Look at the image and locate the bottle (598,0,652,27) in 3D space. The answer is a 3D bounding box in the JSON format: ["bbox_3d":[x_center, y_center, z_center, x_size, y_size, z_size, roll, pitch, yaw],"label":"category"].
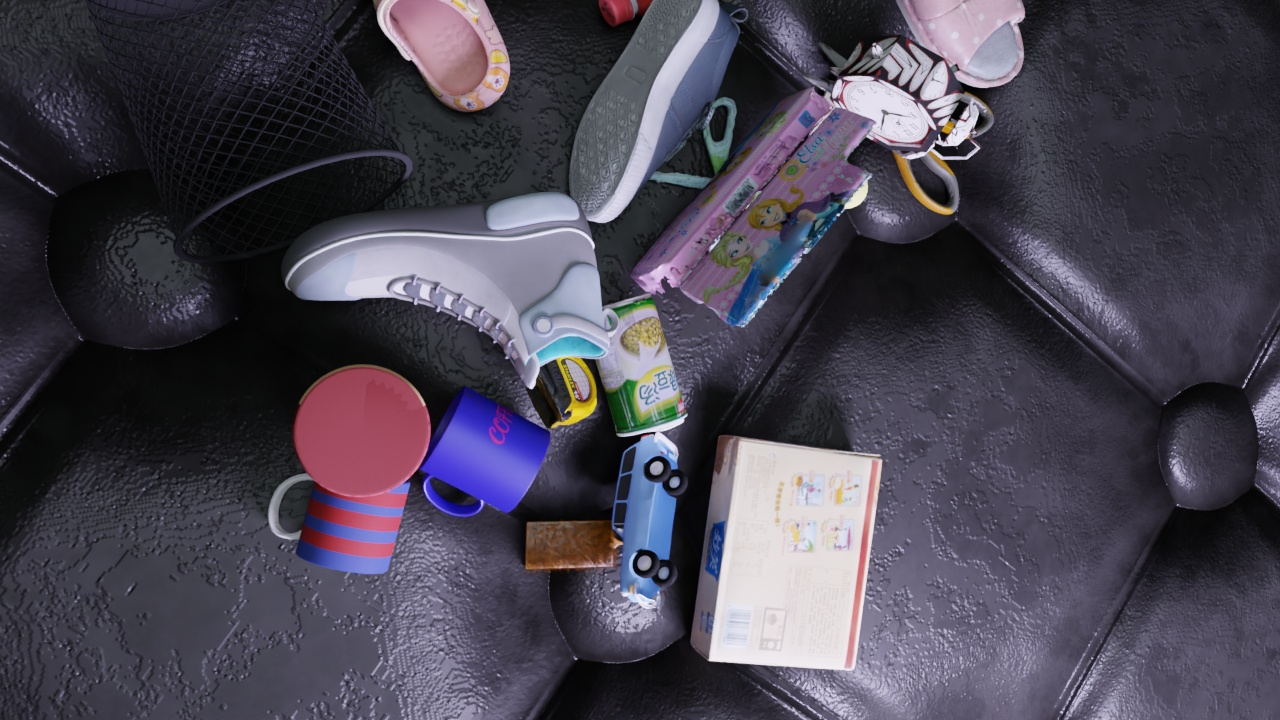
[{"bbox_3d":[0.026,-0.351,0.844,0.137,0.062,0.062,-34,99,-14],"label":"bottle"}]

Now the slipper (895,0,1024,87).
[{"bbox_3d":[0.305,-0.399,0.928,0.114,0.054,0.274,-41,100,-12],"label":"slipper"}]

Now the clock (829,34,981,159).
[{"bbox_3d":[0.259,-0.244,0.865,0.154,0.115,0.065,35,81,-15],"label":"clock"}]

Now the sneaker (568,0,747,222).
[{"bbox_3d":[0.018,-0.227,0.832,0.087,0.089,0.236,21,101,-47],"label":"sneaker"}]

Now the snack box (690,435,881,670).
[{"bbox_3d":[0.140,0.182,0.879,0.153,0.055,0.207,9,87,-16],"label":"snack box"}]

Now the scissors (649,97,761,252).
[{"bbox_3d":[0.078,-0.168,0.886,0.171,0.021,0.173,8,92,-19],"label":"scissors"}]

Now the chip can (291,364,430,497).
[{"bbox_3d":[-0.210,0.047,0.695,0.087,0.213,0.087,0,90,-16],"label":"chip can"}]

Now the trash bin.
[{"bbox_3d":[-0.303,-0.209,0.694,0.184,0.184,0.210,-26,91,-15],"label":"trash bin"}]

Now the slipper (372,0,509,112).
[{"bbox_3d":[-0.182,-0.300,0.762,0.093,0.081,0.197,-29,103,17],"label":"slipper"}]

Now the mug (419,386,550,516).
[{"bbox_3d":[-0.142,0.089,0.792,0.083,0.079,0.111,30,110,-14],"label":"mug"}]

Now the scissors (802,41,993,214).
[{"bbox_3d":[0.260,-0.236,0.933,0.225,0.016,0.175,10,87,-17],"label":"scissors"}]

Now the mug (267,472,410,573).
[{"bbox_3d":[-0.255,0.125,0.763,0.112,0.075,0.076,13,86,11],"label":"mug"}]

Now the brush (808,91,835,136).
[{"bbox_3d":[0.159,-0.180,0.898,0.033,0.012,0.217,27,76,-17],"label":"brush"}]

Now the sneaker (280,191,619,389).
[{"bbox_3d":[-0.152,-0.045,0.755,0.256,0.093,0.160,-12,73,-16],"label":"sneaker"}]

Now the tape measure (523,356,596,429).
[{"bbox_3d":[-0.071,0.026,0.817,0.064,0.037,0.065,-19,78,-53],"label":"tape measure"}]

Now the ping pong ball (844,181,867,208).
[{"bbox_3d":[0.204,-0.170,0.906,0.040,0.040,0.040,0,90,-16],"label":"ping pong ball"}]

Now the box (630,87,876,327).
[{"bbox_3d":[0.099,-0.143,0.807,0.230,0.161,0.062,-49,125,-8],"label":"box"}]

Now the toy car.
[{"bbox_3d":[0.004,0.143,0.822,0.055,0.056,0.153,-2,67,24],"label":"toy car"}]

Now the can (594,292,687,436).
[{"bbox_3d":[-0.005,0.005,0.831,0.067,0.067,0.121,-17,94,-16],"label":"can"}]

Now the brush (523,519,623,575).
[{"bbox_3d":[-0.042,0.170,0.846,0.126,0.017,0.048,2,89,-16],"label":"brush"}]
